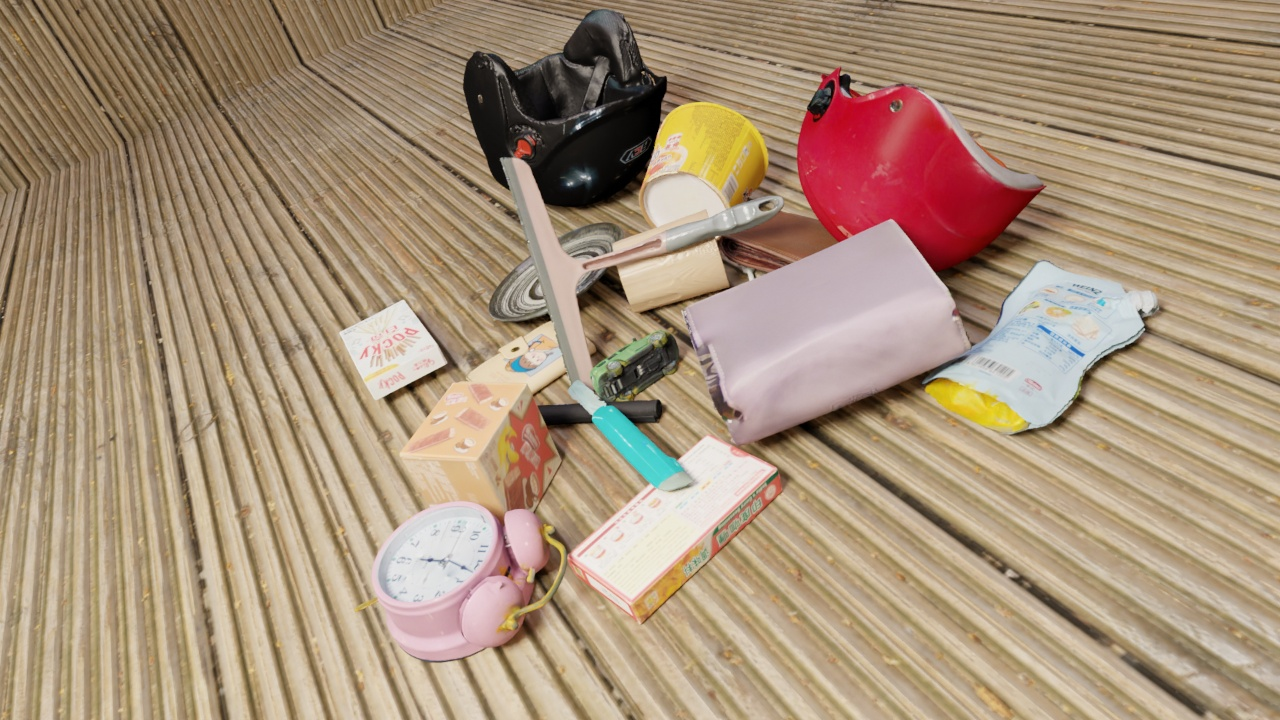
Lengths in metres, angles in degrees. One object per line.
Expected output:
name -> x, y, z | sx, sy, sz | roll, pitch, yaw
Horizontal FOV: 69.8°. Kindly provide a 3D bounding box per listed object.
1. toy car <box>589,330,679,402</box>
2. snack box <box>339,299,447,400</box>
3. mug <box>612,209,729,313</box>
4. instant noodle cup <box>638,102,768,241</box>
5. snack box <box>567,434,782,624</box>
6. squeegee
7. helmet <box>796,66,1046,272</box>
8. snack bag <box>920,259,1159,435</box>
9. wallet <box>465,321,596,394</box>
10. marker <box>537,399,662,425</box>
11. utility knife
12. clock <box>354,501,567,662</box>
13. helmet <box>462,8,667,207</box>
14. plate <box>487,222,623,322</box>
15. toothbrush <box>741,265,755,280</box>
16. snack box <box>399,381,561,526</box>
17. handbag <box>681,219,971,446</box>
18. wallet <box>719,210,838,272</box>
toy car -> -0.005, 0.005, 0.859 | 0.091, 0.043, 0.036 | -31, 35, -16
snack box -> -0.277, -0.015, 1.018 | 0.084, 0.027, 0.157 | -29, 32, -14
mug -> 0.033, -0.105, 0.973 | 0.103, 0.084, 0.124 | -17, 10, 7
instant noodle cup -> 0.066, -0.204, 1.045 | 0.138, 0.138, 0.109 | 1, 48, 29
snack box -> 0.027, 0.122, 0.693 | 0.155, 0.027, 0.077 | -38, 38, -24
squeegee -> 0.019, -0.115, 0.895 | 0.249, 0.247, 0.040 | -17, -5, 2
helmet -> 0.232, -0.169, 0.865 | 0.144, 0.206, 0.240 | -59, 30, 15
snack bag -> 0.319, -0.016, 0.728 | 0.190, 0.039, 0.110 | -36, 32, -25
wallet -> -0.114, 0.003, 0.939 | 0.115, 0.024, 0.087 | -36, 42, -20
marker -> -0.044, 0.049, 0.840 | 0.132, 0.020, 0.022 | -4, 53, 21
utility knife -> -0.016, 0.059, 0.778 | 0.029, 0.013, 0.216 | -33, 33, -12
clock -> -0.128, 0.162, 0.689 | 0.159, 0.060, 0.117 | -2, 39, 22
helmet -> -0.089, -0.309, 1.179 | 0.275, 0.230, 0.232 | 26, 48, 37
plate -> -0.092, -0.095, 1.043 | 0.180, 0.024, 0.179 | -26, 28, 15
toothbrush -> 0.117, -0.062, 0.913 | 0.016, 0.016, 0.179 | -16, 34, 8
snack box -> -0.130, 0.082, 0.771 | 0.077, 0.093, 0.094 | -1, 38, 26
handbag -> 0.147, -0.018, 0.748 | 0.197, 0.098, 0.144 | -24, 26, 9
wallet -> 0.158, -0.120, 0.947 | 0.101, 0.032, 0.125 | -31, 40, -34
